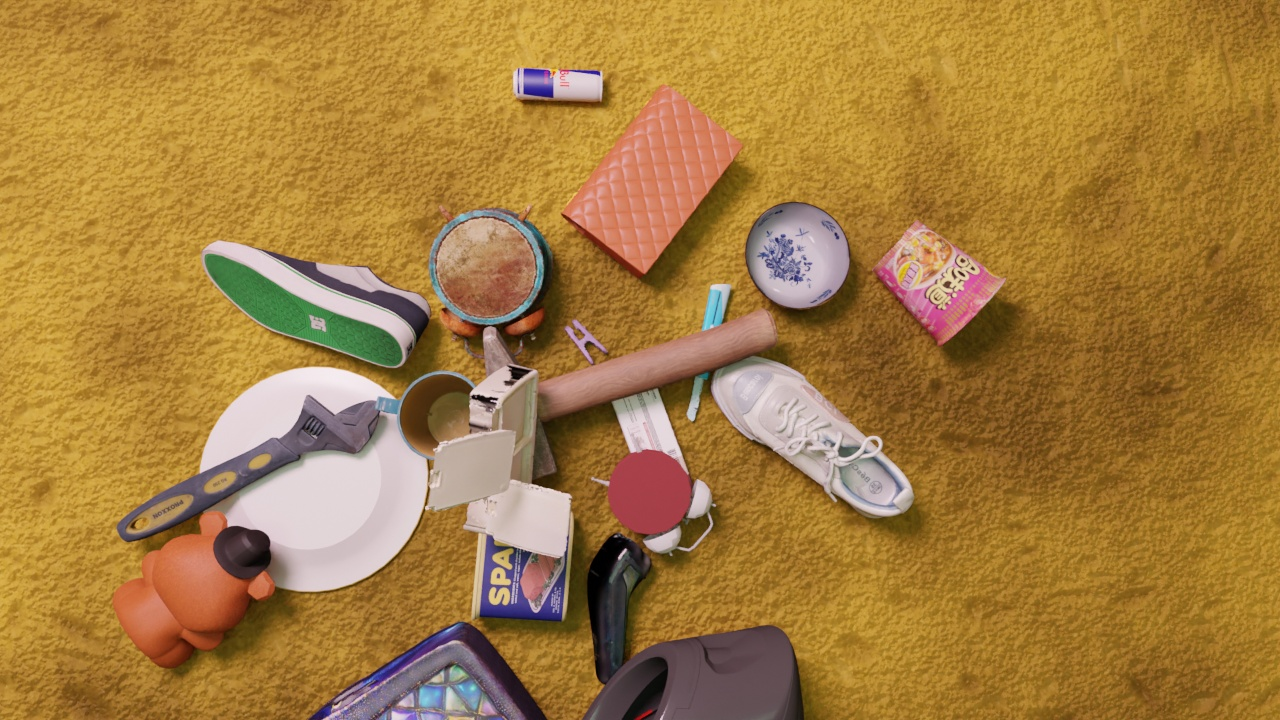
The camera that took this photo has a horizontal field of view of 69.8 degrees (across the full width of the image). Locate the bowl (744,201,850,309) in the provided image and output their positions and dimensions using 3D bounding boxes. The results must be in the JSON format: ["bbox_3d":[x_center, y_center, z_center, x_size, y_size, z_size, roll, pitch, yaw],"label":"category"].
[{"bbox_3d":[0.162,-0.108,0.980,0.114,0.045,0.114,0,85,-5],"label":"bowl"}]

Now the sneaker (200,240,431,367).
[{"bbox_3d":[-0.325,-0.071,0.930,0.235,0.084,0.078,22,48,5],"label":"sneaker"}]

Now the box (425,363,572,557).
[{"bbox_3d":[-0.107,0.104,0.805,0.106,0.192,0.144,11,112,14],"label":"box"}]

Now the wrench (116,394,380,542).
[{"bbox_3d":[-0.383,0.105,0.905,0.273,0.022,0.073,-29,95,-7],"label":"wrench"}]

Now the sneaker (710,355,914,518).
[{"bbox_3d":[0.181,0.075,0.944,0.242,0.091,0.089,38,84,0],"label":"sneaker"}]

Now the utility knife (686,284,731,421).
[{"bbox_3d":[0.072,-0.009,0.981,0.022,0.015,0.151,11,87,-5],"label":"utility knife"}]

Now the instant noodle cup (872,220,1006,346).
[{"bbox_3d":[0.310,-0.086,0.972,0.108,0.098,0.097,43,83,8],"label":"instant noodle cup"}]

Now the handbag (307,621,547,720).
[{"bbox_3d":[-0.203,0.385,0.868,0.222,0.125,0.205,-37,89,-9],"label":"handbag"}]

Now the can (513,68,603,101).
[{"bbox_3d":[-0.088,-0.295,0.982,0.095,0.032,0.032,0,85,-5],"label":"can"}]

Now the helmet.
[{"bbox_3d":[0.058,0.365,0.872,0.170,0.164,0.265,36,93,-16],"label":"helmet"}]

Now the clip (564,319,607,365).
[{"bbox_3d":[-0.060,-0.019,0.971,0.035,0.013,0.052,-44,87,-8],"label":"clip"}]

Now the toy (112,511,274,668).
[{"bbox_3d":[-0.426,0.220,0.879,0.176,0.096,0.112,-35,89,23],"label":"toy"}]

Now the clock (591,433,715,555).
[{"bbox_3d":[0.017,0.140,0.935,0.124,0.044,0.087,42,88,1],"label":"clock"}]

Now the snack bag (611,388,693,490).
[{"bbox_3d":[0.012,0.086,0.967,0.057,0.013,0.158,-21,88,-3],"label":"snack bag"}]

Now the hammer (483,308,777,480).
[{"bbox_3d":[-0.006,0.005,0.927,0.300,0.037,0.158,-17,109,-4],"label":"hammer"}]

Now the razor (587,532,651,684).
[{"bbox_3d":[-0.022,0.253,0.936,0.067,0.054,0.151,2,91,-22],"label":"razor"}]

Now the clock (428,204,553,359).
[{"bbox_3d":[-0.151,-0.079,0.940,0.121,0.073,0.158,-1,101,0],"label":"clock"}]

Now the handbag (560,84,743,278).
[{"bbox_3d":[0.010,-0.188,0.966,0.109,0.060,0.172,38,86,-6],"label":"handbag"}]

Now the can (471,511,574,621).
[{"bbox_3d":[-0.118,0.204,0.925,0.092,0.056,0.116,5,85,-6],"label":"can"}]

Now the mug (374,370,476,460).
[{"bbox_3d":[-0.204,0.053,0.907,0.112,0.104,0.084,12,84,-1],"label":"mug"}]

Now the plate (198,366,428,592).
[{"bbox_3d":[-0.333,0.119,0.931,0.229,0.021,0.229,0,85,-5],"label":"plate"}]
